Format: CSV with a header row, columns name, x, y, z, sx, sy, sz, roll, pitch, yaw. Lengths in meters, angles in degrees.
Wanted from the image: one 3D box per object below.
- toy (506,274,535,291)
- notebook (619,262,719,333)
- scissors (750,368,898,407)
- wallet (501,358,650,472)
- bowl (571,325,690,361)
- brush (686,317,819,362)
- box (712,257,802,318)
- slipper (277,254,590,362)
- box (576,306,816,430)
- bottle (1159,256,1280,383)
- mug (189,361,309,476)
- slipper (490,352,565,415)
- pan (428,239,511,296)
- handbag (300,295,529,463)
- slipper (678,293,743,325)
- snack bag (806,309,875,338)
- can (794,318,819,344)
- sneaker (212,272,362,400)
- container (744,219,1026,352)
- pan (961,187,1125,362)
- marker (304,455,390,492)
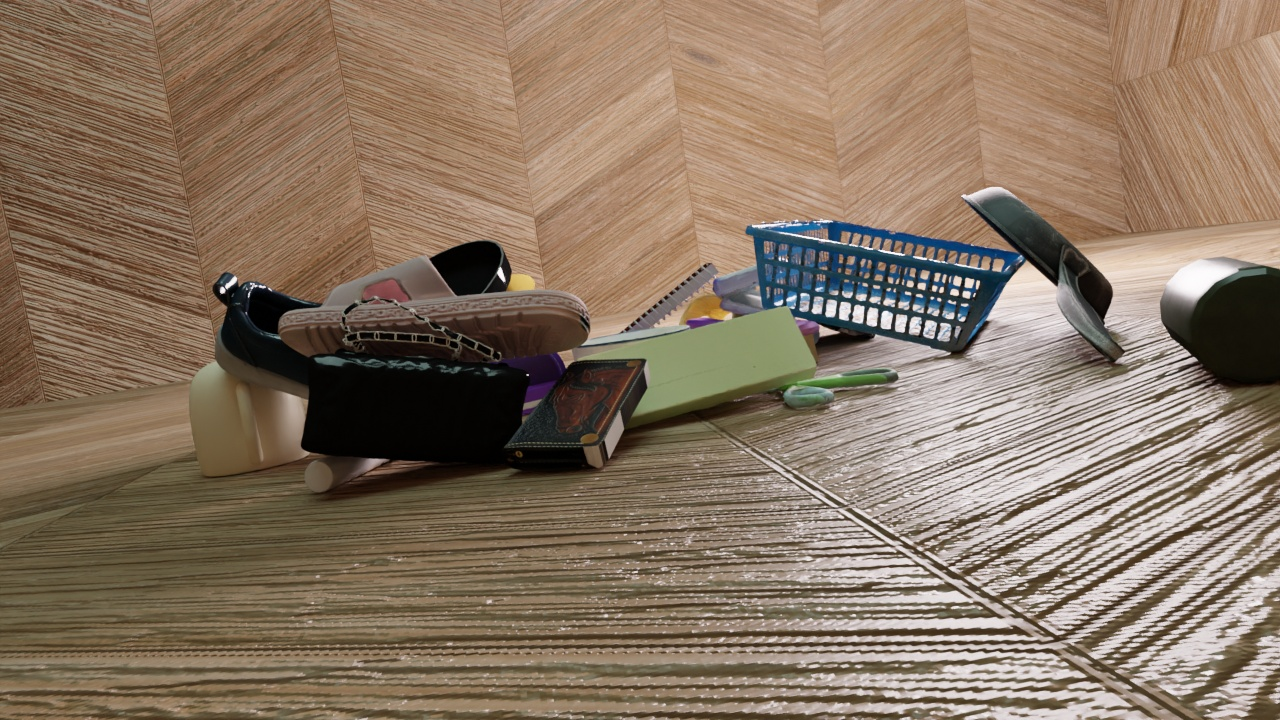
name,x,y,z,sx,sy,sz,roll,pitch,yaw
toy,-0.226,-0.020,1.133,0.268,0.141,0.246,-17,13,32
notebook,0.005,-0.047,1.118,0.209,0.022,0.171,-39,3,5
scissors,0.125,0.023,0.764,0.172,0.025,0.159,-10,10,25
wallet,-0.041,0.036,0.648,0.072,0.019,0.122,-2,27,20
bowl,-0.005,0.005,0.895,0.118,0.062,0.118,-9,5,1
brush,0.113,-0.022,1.037,0.089,0.043,0.229,-10,8,-22
box,0.150,-0.105,1.153,0.122,0.083,0.215,16,13,8
slipper,-0.157,-0.038,0.712,0.239,0.064,0.094,-4,-24,8
box,0.045,0.019,0.752,0.188,0.092,0.083,-16,44,-8
bottle,0.403,-0.035,0.634,0.072,0.071,0.206,-6,6,23
mug,-0.353,0.045,0.823,0.096,0.100,0.120,-11,6,-23
slipper,-0.111,0.004,0.952,0.266,0.084,0.107,-12,6,-29
pan,-0.245,-0.016,0.965,0.226,0.034,0.355,-22,32,18
handbag,-0.164,0.015,0.680,0.153,0.114,0.125,1,-1,-14
slipper,0.099,-0.048,1.216,0.111,0.079,0.260,1,11,42
snack bag,0.245,-0.047,1.168,0.074,0.018,0.155,16,5,-3
can,0.197,-0.035,1.147,0.032,0.032,0.095,-9,6,-4
sneaker,-0.252,-0.005,0.795,0.235,0.088,0.089,21,36,-12
container,0.283,-0.092,1.033,0.257,0.089,0.361,14,14,23
pan,0.385,-0.077,0.840,0.055,0.187,0.356,-47,7,18
marker,-0.212,0.074,0.711,0.027,0.023,0.133,0,7,12
